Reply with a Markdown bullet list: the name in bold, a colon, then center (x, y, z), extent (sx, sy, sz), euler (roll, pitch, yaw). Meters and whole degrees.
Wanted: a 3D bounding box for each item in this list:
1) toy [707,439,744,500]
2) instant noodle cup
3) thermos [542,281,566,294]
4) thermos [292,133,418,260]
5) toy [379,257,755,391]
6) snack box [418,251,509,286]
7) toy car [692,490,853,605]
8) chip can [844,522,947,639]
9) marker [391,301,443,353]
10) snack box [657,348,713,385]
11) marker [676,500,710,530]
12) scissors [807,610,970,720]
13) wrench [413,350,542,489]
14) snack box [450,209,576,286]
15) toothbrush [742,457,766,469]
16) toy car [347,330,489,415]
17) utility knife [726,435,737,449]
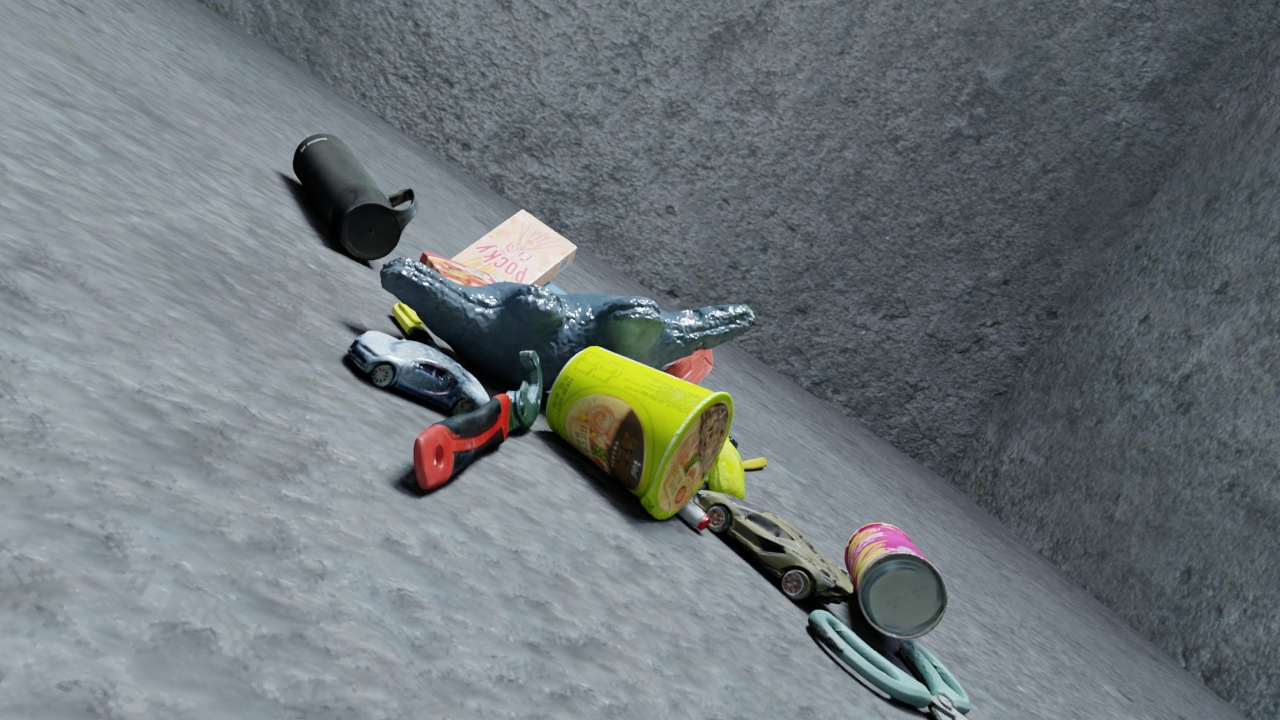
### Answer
- **toy**: center (0.085, 0.110, 0.903), extent (0.100, 0.031, 0.097), euler (-81, 151, -62)
- **instant noodle cup**: center (-0.007, 0.049, 0.738), extent (0.123, 0.112, 0.111), euler (28, 5, 24)
- **thermos**: center (-0.109, -0.054, 1.086), extent (0.220, 0.070, 0.070), euler (36, 8, 8)
- **thermos**: center (-0.302, -0.179, 0.973), extent (0.242, 0.089, 0.068), euler (43, -30, 49)
- **toy**: center (-0.062, -0.027, 0.808), extent (0.355, 0.138, 0.091), euler (4, 58, -30)
- **snack box**: center (-0.152, -0.051, 0.891), extent (0.113, 0.044, 0.127), euler (18, 15, -34)
- **toy car**: center (0.111, 0.155, 0.785), extent (0.158, 0.042, 0.070), euler (35, 7, 27)
- **chip can**: center (0.226, 0.193, 0.827), extent (0.071, 0.071, 0.210), euler (35, 2, 10)
- **marker**: center (-0.173, -0.015, 0.743), extent (0.018, 0.015, 0.124), euler (19, 18, -44)
- **snack box**: center (-0.006, 0.005, 0.930), extent (0.127, 0.044, 0.113), euler (5, 25, 27)
- **marker**: center (0.002, 0.095, 0.782), extent (0.145, 0.017, 0.017), euler (38, 9, 26)
- **scissors**: center (0.200, 0.238, 0.716), extent (0.170, 0.019, 0.171), euler (35, 8, 0)
- **wrench**: center (-0.101, 0.039, 0.618), extent (0.016, 0.056, 0.273), euler (-4, 9, 7)
- **snack box**: center (-0.150, -0.110, 1.048), extent (0.084, 0.026, 0.156), euler (35, 46, 9)
- **toothbrush**: center (0.133, 0.126, 1.133), extent (0.016, 0.016, 0.190), euler (37, 8, 18)
- **toy car**: center (-0.151, 0.008, 0.636), extent (0.105, 0.031, 0.049), euler (27, 10, -36)
- **utility knife**: center (0.036, 0.054, 1.184), extent (0.216, 0.015, 0.033), euler (32, 5, -6)
